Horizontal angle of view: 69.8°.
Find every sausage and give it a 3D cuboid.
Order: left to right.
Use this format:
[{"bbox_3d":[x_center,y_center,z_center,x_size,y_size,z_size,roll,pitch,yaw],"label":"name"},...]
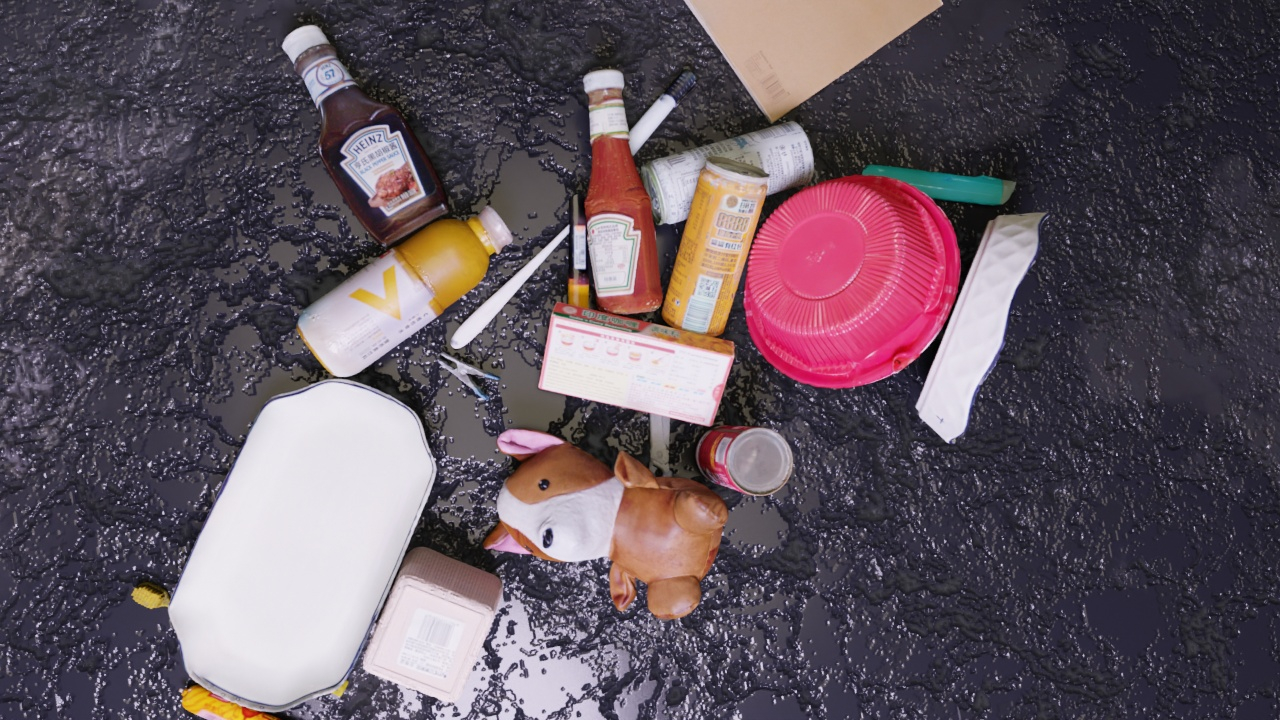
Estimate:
[{"bbox_3d":[-0.305,0.307,0.760,0.165,0.021,0.021,26,84,-6],"label":"sausage"}]

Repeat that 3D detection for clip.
[{"bbox_3d":[-0.150,0.010,0.796,0.058,0.027,0.045,30,91,-2],"label":"clip"}]

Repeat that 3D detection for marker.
[{"bbox_3d":[-0.055,-0.085,0.807,0.018,0.015,0.124,-2,97,-22],"label":"marker"},{"bbox_3d":[0.007,-0.211,0.830,0.022,0.018,0.130,39,83,-3],"label":"marker"}]

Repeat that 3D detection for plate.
[{"bbox_3d":[-0.270,0.147,0.751,0.162,0.034,0.265,20,79,5],"label":"plate"},{"bbox_3d":[0.285,-0.031,0.777,0.045,0.205,0.204,22,84,17],"label":"plate"}]

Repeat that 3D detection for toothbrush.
[{"bbox_3d":[-0.332,0.233,0.762,0.190,0.016,0.015,29,83,-5],"label":"toothbrush"},{"bbox_3d":[-0.102,-0.077,0.809,0.016,0.016,0.180,44,83,-2],"label":"toothbrush"}]

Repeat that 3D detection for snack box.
[{"bbox_3d":[-0.005,0.005,0.787,0.156,0.027,0.077,13,122,-2],"label":"snack box"}]

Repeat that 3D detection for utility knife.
[{"bbox_3d":[0.282,-0.167,0.868,0.151,0.013,0.029,6,83,-5],"label":"utility knife"}]

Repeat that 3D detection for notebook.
[{"bbox_3d":[0.162,-0.340,0.861,0.211,0.012,0.149,-36,93,-8],"label":"notebook"}]

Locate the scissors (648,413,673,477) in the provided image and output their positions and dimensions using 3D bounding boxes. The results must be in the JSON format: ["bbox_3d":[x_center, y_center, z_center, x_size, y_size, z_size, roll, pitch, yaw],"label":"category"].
[{"bbox_3d":[0.006,0.094,0.818,0.124,0.012,0.173,-26,89,-8],"label":"scissors"}]

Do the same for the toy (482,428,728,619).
[{"bbox_3d":[-0.034,0.134,0.754,0.200,0.130,0.140,19,103,13],"label":"toy"}]

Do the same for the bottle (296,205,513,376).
[{"bbox_3d":[-0.193,-0.063,0.770,0.189,0.068,0.068,-37,92,-8],"label":"bottle"}]

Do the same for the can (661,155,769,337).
[{"bbox_3d":[0.062,-0.095,0.781,0.058,0.058,0.146,12,115,-7],"label":"can"}]

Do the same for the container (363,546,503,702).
[{"bbox_3d":[-0.166,0.212,0.738,0.090,0.111,0.090,24,84,-6],"label":"container"}]

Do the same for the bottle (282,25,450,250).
[{"bbox_3d":[-0.239,-0.193,0.784,0.079,0.044,0.195,-31,91,-9],"label":"bottle"}]

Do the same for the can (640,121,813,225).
[{"bbox_3d":[0.077,-0.167,0.817,0.146,0.058,0.058,-18,90,-8],"label":"can"}]

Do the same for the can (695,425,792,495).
[{"bbox_3d":[0.082,0.081,0.767,0.053,0.133,0.053,0,86,-8],"label":"can"}]

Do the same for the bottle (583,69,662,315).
[{"bbox_3d":[-0.020,-0.143,0.790,0.059,0.060,0.206,-7,96,-8],"label":"bottle"}]

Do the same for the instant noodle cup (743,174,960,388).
[{"bbox_3d":[0.161,-0.077,0.767,0.194,0.065,0.193,-11,69,31],"label":"instant noodle cup"}]
